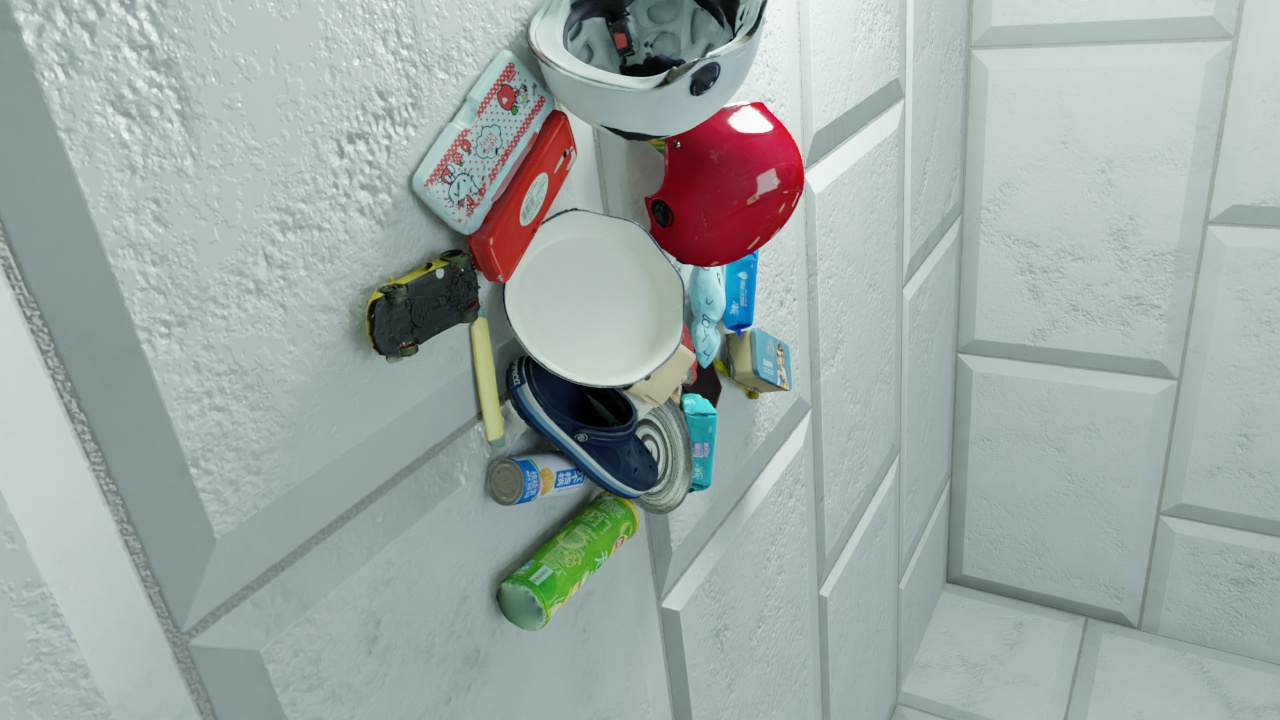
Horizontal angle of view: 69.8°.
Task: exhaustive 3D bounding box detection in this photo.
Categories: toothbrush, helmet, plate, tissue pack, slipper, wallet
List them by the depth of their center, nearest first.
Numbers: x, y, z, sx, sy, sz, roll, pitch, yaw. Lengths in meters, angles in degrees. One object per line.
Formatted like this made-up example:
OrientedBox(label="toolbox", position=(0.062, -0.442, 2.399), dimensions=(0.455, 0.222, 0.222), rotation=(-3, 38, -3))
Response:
OrientedBox(label="helmet", position=(0.008, -0.330, 1.001), dimensions=(0.258, 0.229, 0.146), rotation=(-41, 153, -20))
OrientedBox(label="plate", position=(-0.052, -0.065, 1.012), dimensions=(0.204, 0.205, 0.046), rotation=(-67, -171, -23))
OrientedBox(label="slipper", position=(-0.052, 0.066, 1.067), dimensions=(0.253, 0.095, 0.105), rotation=(43, 31, -39))
OrientedBox(label="wallet", position=(0.009, 0.004, 1.092), dimensions=(0.115, 0.024, 0.087), rotation=(35, 89, -45))
OrientedBox(label="helmet", position=(0.121, -0.207, 1.200), dimensions=(0.206, 0.144, 0.241), rotation=(-20, 144, -38))
OrientedBox(label="plate", position=(0.011, 0.120, 1.239), dimensions=(0.179, 0.024, 0.179), rotation=(24, 59, -48))
OrientedBox(label="tissue pack", position=(0.079, 0.122, 1.359), dimensions=(0.093, 0.050, 0.133), rotation=(-113, -154, -78))
OrientedBox(label="wallet", position=(0.096, 0.034, 1.434), dimensions=(0.096, 0.020, 0.122), rotation=(-64, 145, -37))
OrientedBox(label="tissue pack", position=(0.156, -0.120, 1.443), dimensions=(0.094, 0.052, 0.157), rotation=(-55, 149, -77))
OrientedBox(label="toothbrush", position=(0.163, 0.033, 1.551), dimensions=(0.190, 0.017, 0.015), rotation=(37, 65, -57))

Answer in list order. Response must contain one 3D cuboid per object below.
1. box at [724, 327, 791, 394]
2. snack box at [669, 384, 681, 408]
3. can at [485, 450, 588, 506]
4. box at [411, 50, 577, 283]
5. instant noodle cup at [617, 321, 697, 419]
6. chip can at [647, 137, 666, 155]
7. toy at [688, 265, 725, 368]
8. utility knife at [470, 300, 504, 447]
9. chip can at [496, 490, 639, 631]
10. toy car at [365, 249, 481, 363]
OrientedBox(label="box", position=(0.198, 0.002, 1.543), dimensions=(0.184, 0.062, 0.089), rotation=(19, 65, -63))
OrientedBox(label="snack box", position=(0.030, 0.057, 1.317), dimensions=(0.075, 0.026, 0.154), rotation=(-3, 100, -59))
OrientedBox(label="can", position=(-0.116, 0.134, 1.058), dimensions=(0.134, 0.053, 0.053), rotation=(1, 97, -60))
OrientedBox(label="box", position=(-0.137, -0.197, 0.938), dimensions=(0.161, 0.059, 0.200), rotation=(56, 49, -45))
OrientedBox(label="instant noodle cup", position=(-0.007, 0.007, 1.167), dimensions=(0.124, 0.116, 0.117), rotation=(-46, 137, -28))
OrientedBox(label="chip can", position=(0.045, -0.300, 1.201), dimensions=(0.236, 0.072, 0.072), rotation=(26, 75, -59))
OrientedBox(label="toy", position=(0.101, -0.081, 1.375), dimensions=(0.161, 0.050, 0.156), rotation=(60, 38, -56))
OrientedBox(label="utility knife", position=(-0.163, 0.018, 0.983), dimensions=(0.030, 0.018, 0.167), rotation=(-34, 128, -57))
OrientedBox(label="chip can", position=(-0.086, 0.242, 1.122), dimensions=(0.220, 0.073, 0.073), rotation=(-36, 128, -51))
OrientedBox(label="toy car", position=(-0.205, -0.054, 0.864), dimensions=(0.155, 0.041, 0.071), rotation=(-42, 132, -50))
